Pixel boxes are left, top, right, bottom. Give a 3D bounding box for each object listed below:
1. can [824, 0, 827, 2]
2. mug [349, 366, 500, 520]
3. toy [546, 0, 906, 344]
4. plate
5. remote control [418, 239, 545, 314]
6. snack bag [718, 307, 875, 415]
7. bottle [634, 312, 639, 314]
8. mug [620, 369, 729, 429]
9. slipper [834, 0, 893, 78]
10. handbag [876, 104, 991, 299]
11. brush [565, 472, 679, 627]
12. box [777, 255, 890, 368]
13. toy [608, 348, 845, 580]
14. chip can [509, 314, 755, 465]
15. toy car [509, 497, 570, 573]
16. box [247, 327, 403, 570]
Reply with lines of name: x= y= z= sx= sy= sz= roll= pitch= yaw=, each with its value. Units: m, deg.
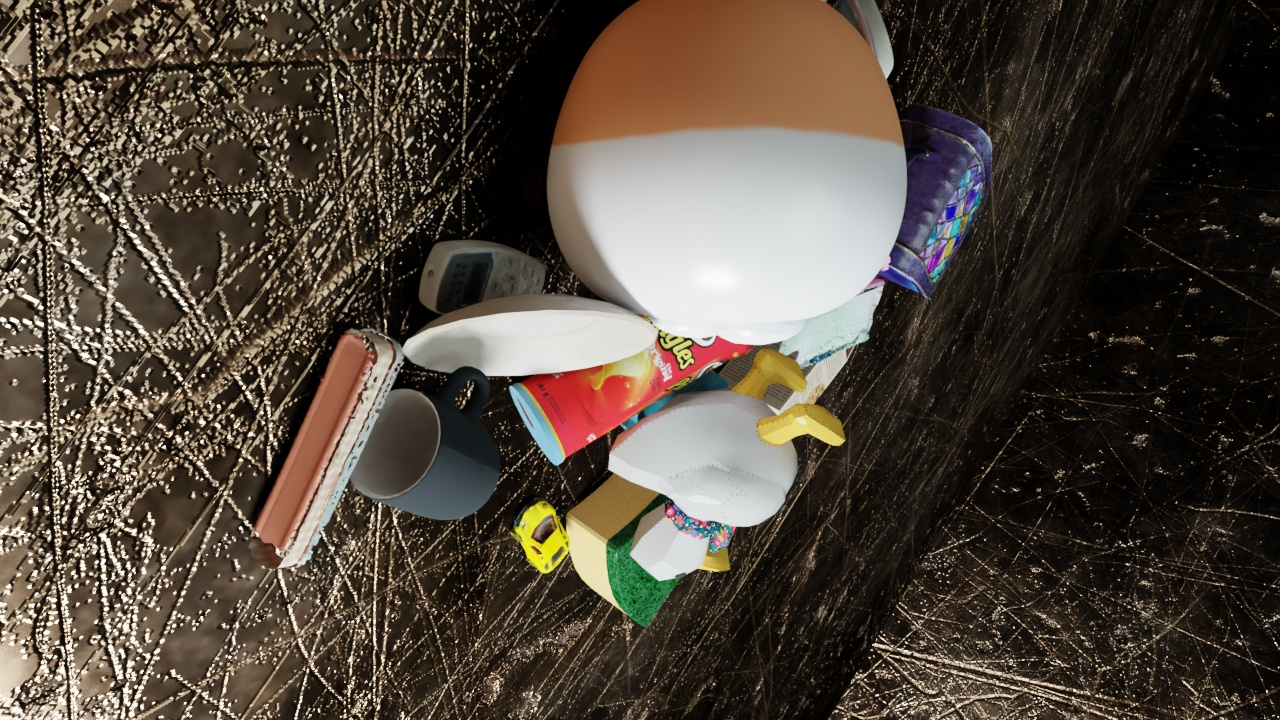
can: x=0.124 y=-0.340 z=0.770 sx=0.144 sy=0.099 sz=0.099 roll=-60 pitch=149 yaw=-2
mug: x=-0.155 y=0.060 z=0.709 sx=0.121 sy=0.085 sz=0.094 roll=-63 pitch=151 yaw=-9
toy: x=0.067 y=-0.154 z=0.690 sx=0.265 sy=0.263 sz=0.281 roll=-4 pitch=99 yaw=-42
plate: x=-0.083 y=-0.022 z=0.690 sx=0.188 sy=0.189 sz=0.027 roll=15 pitch=66 yaw=-59
remote control: x=-0.120 y=-0.062 z=0.711 sx=0.114 sy=0.028 sz=0.060 roll=1 pitch=114 yaw=-56
snack bag: x=0.199 y=-0.014 z=1.155 sx=0.206 sy=0.094 sz=0.070 roll=-49 pitch=147 yaw=-19
bottle: x=0.021 y=-0.086 z=0.881 sx=0.072 sy=0.046 sz=0.161 roll=-36 pitch=141 yaw=-35
mug: x=0.024 y=0.037 z=0.949 sx=0.104 sy=0.084 sz=0.112 roll=-53 pitch=156 yaw=3
slipper: x=0.194 y=-0.283 z=0.885 sx=0.054 sy=0.114 sz=0.274 roll=-23 pitch=178 yaw=8
handbag: x=0.353 y=-0.203 z=1.196 sx=0.205 sy=0.125 sz=0.222 roll=-60 pitch=152 yaw=-1
brush: x=0.032 y=0.171 z=1.082 sx=0.249 sy=0.075 sz=0.195 roll=-46 pitch=146 yaw=-24
box: x=0.218 y=-0.073 z=1.044 sx=0.229 sy=0.035 sz=0.159 roll=-20 pitch=121 yaw=-46
toy: x=0.064 y=0.113 z=0.890 sx=0.246 sy=0.140 sz=0.268 roll=24 pitch=117 yaw=-42
chip can: x=-0.005 y=0.005 z=0.828 sx=0.213 sy=0.087 sz=0.087 roll=-31 pitch=141 yaw=-15
toy car: x=-0.100 y=0.180 z=0.940 sx=0.049 sy=0.030 sz=0.107 roll=-46 pitch=145 yaw=-21
box: x=-0.225 y=0.063 z=0.643 sx=0.058 sy=0.053 sz=0.187 roll=23 pitch=96 yaw=-18
